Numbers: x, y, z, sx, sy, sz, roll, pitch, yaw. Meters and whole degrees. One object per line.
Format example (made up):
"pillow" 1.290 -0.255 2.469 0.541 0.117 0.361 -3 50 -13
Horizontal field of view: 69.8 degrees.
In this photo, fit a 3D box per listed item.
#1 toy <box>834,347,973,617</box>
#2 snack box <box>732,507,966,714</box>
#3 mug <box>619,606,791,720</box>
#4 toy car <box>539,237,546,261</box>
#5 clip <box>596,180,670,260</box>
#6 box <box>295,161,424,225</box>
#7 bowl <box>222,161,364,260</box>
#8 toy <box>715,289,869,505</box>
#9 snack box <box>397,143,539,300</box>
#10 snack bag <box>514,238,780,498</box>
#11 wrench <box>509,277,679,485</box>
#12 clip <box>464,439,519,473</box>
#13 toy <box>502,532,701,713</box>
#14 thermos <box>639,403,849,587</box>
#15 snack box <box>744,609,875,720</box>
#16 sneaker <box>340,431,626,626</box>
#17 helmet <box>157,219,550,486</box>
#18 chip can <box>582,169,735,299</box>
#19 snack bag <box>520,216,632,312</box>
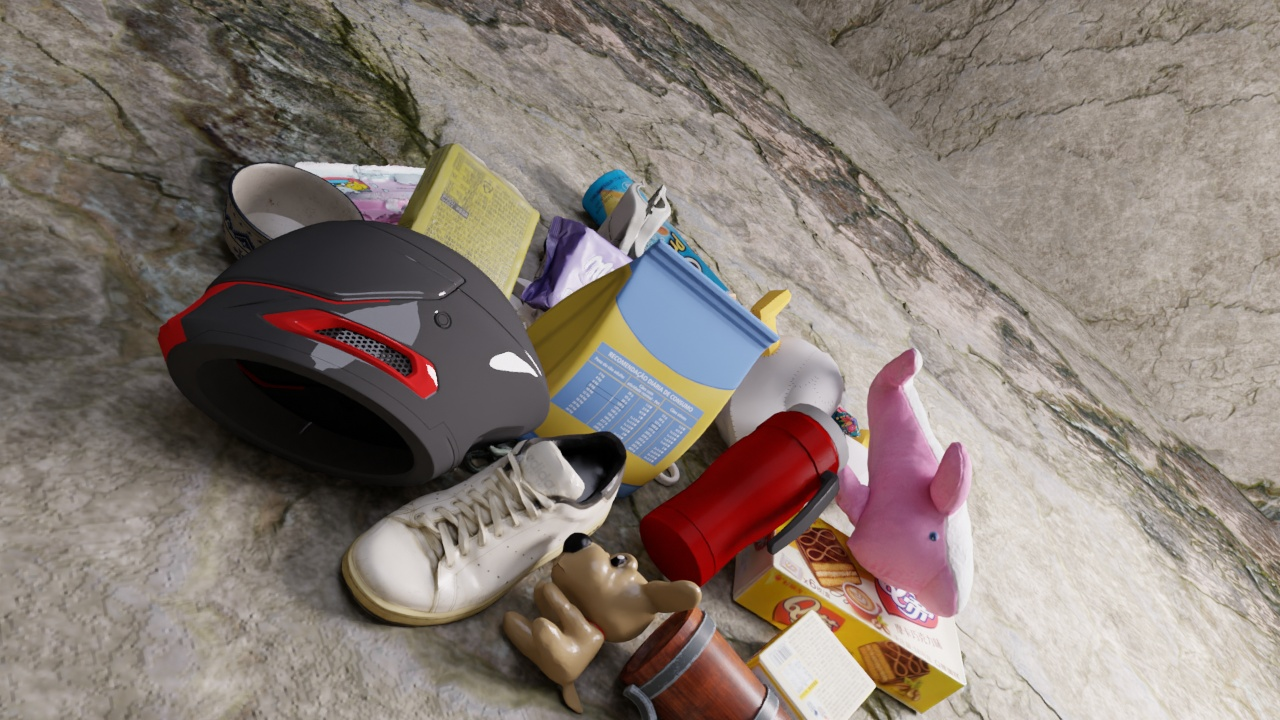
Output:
"toy" 0.247 0.121 0.904 0.128 0.187 0.265 -1 58 -4
"snack box" 0.200 0.232 0.886 0.230 0.062 0.109 33 31 -11
"mug" 0.041 0.260 0.677 0.111 0.082 0.117 46 50 3
"toy car" -0.087 -0.100 1.022 0.046 0.034 0.112 23 37 -26
"clip" -0.028 -0.134 1.045 0.091 0.126 0.151 32 36 -10
"box" -0.230 -0.155 0.932 0.155 0.045 0.200 30 23 28
"bowl" -0.300 -0.108 0.782 0.115 0.059 0.115 27 34 -20
"toy" 0.166 0.063 1.001 0.267 0.141 0.245 59 37 -7
"snack box" -0.166 -0.093 0.823 0.121 0.045 0.180 37 59 -37
"snack bag" -0.005 0.005 0.788 0.159 0.206 0.102 35 26 -32
"wrench" -0.053 0.019 0.927 0.273 0.018 0.066 49 32 12
"clip" -0.113 0.079 0.780 0.074 0.035 0.023 7 42 -50
"toy" -0.037 0.184 0.674 0.108 0.134 0.106 -38 102 -31
"thermos" 0.105 0.122 0.819 0.198 0.084 0.108 -32 38 -30
"snack box" 0.129 0.271 0.761 0.083 0.061 0.105 51 33 17
"sneaker" -0.095 0.111 0.672 0.240 0.103 0.089 -19 65 -46
"helmet" -0.184 -0.011 0.666 0.264 0.165 0.169 32 50 -24
"chip can" 0.022 -0.136 1.147 0.229 0.080 0.079 51 33 16
"snack bag" -0.030 -0.057 0.948 0.205 0.058 0.096 33 75 -36
